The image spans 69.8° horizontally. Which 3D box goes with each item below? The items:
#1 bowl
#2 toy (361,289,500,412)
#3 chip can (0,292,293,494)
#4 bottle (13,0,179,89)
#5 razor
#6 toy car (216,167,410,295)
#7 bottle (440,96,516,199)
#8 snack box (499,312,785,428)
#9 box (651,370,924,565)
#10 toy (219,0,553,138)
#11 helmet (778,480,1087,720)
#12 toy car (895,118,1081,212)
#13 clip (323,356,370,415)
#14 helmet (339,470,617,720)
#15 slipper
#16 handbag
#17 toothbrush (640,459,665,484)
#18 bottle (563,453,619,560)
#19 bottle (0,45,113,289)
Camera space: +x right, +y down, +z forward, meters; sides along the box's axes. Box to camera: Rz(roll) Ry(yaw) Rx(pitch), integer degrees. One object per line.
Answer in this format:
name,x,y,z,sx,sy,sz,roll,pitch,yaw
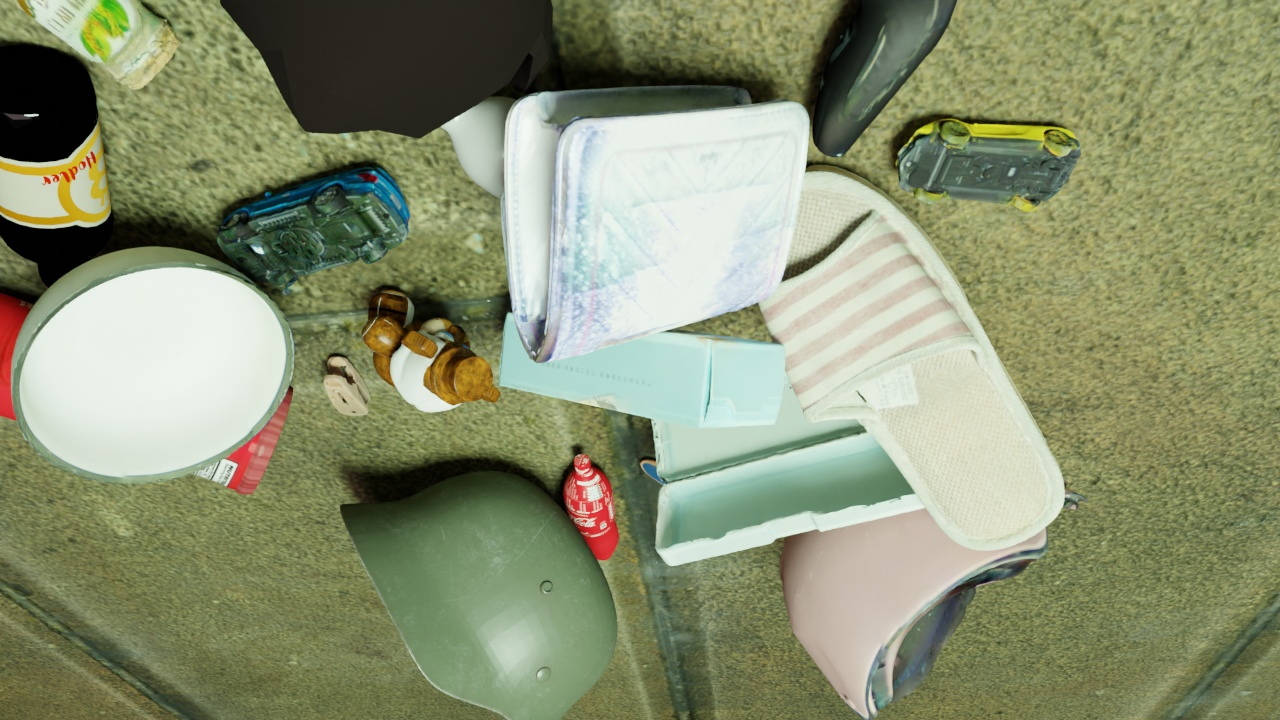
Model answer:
bowl,-0.301,-0.005,0.562,0.153,0.073,0.154,-27,138,-27
toy,-0.135,-0.001,0.595,0.113,0.067,0.087,9,155,48
chip can,-0.362,0.022,0.638,0.213,0.086,0.087,23,134,-23
bottle,-0.280,-0.179,0.437,0.043,0.043,0.111,-26,134,27
razor,0.113,-0.164,0.453,0.063,0.052,0.141,18,138,-4
toy car,-0.194,-0.081,0.551,0.120,0.043,0.056,-13,138,18
bottle,-0.054,-0.106,0.516,0.195,0.052,0.053,29,131,-30
snack box,-0.003,0.003,0.566,0.175,0.053,0.074,10,-174,40
box,0.103,0.068,0.657,0.197,0.135,0.044,-17,139,18
toy,-0.075,-0.182,0.360,0.159,0.139,0.185,32,129,-32
helmet,0.205,0.146,0.709,0.254,0.152,0.230,-5,132,-53
toy car,0.198,-0.114,0.527,0.107,0.030,0.049,3,141,-8
clip,-0.219,0.023,0.683,0.026,0.049,0.061,-1,112,-1
helmet,-0.108,0.194,0.754,0.153,0.268,0.227,-30,177,-15
slipper,0.150,0.005,0.542,0.115,0.052,0.263,-36,92,23
handbag,0.006,-0.075,0.478,0.158,0.069,0.127,-16,124,-35
toothbrush,0.054,0.115,0.802,0.135,0.017,0.022,26,131,-28
bottle,-0.044,0.127,0.795,0.042,0.041,0.142,-3,139,2
bottle,-0.339,-0.087,0.530,0.059,0.059,0.182,11,138,-14
